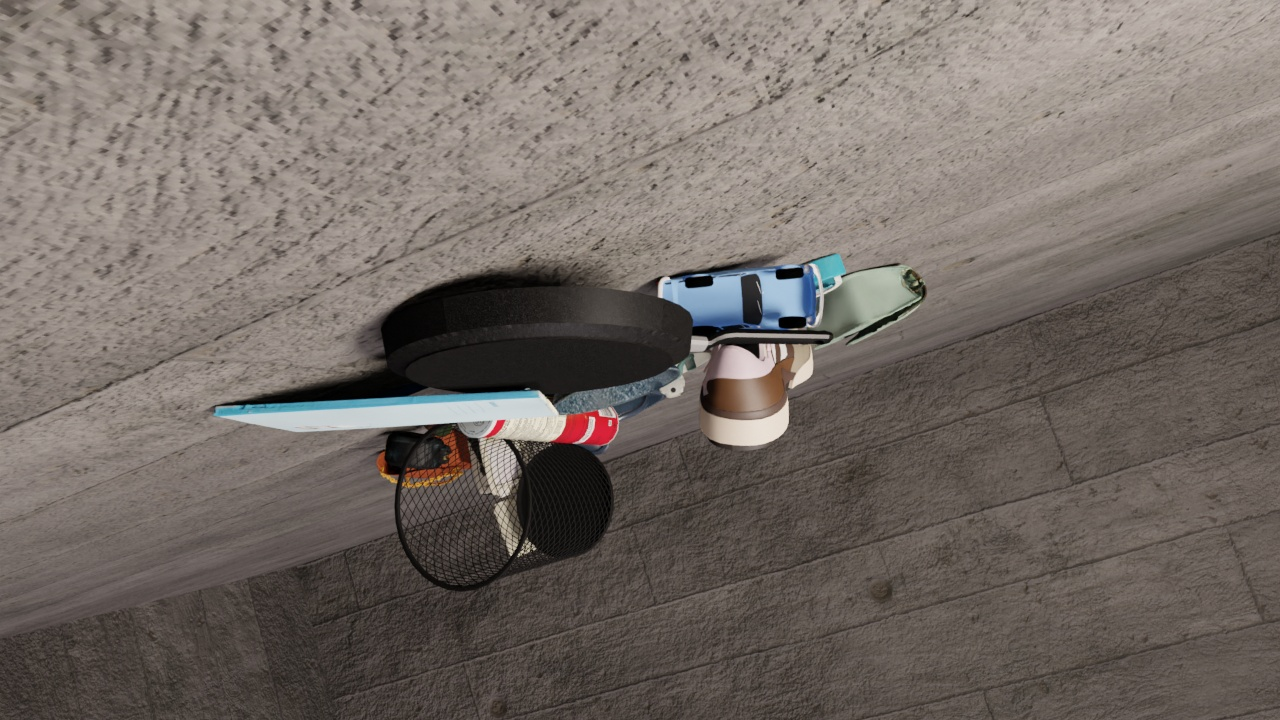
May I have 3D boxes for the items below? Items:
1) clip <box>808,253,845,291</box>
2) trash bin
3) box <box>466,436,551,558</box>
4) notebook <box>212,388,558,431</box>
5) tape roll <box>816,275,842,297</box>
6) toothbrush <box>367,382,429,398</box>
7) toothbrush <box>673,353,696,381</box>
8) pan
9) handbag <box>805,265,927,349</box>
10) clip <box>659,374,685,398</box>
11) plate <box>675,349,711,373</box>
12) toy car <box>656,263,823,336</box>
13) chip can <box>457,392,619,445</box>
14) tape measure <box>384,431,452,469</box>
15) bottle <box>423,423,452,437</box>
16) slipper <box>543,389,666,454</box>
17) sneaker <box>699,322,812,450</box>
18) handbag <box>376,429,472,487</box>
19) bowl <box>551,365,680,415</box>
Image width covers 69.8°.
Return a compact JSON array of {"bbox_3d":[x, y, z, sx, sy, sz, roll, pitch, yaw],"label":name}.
[{"bbox_3d":[0.144,-0.071,0.928,0.130,0.030,0.120,-20,176,15],"label":"clip"},{"bbox_3d":[-0.145,0.166,1.073,0.184,0.184,0.210,-22,164,24],"label":"trash bin"},{"bbox_3d":[-0.146,0.159,1.232,0.143,0.184,0.044,-18,-172,-41],"label":"box"},{"bbox_3d":[-0.204,0.046,0.793,0.253,0.009,0.181,-3,171,0],"label":"notebook"},{"bbox_3d":[0.172,-0.075,0.992,0.093,0.013,0.093,-18,172,-3],"label":"tape roll"},{"bbox_3d":[-0.202,0.023,0.832,0.168,0.014,0.014,-18,-154,22],"label":"toothbrush"},{"bbox_3d":[0.038,0.016,1.039,0.022,0.017,0.135,-16,171,-19],"label":"toothbrush"},{"bbox_3d":[-0.011,-0.009,0.694,0.356,0.034,0.226,0,167,-19],"label":"pan"},{"bbox_3d":[0.259,-0.061,1.083,0.106,0.067,0.122,-15,171,-26],"label":"handbag"},{"bbox_3d":[0.035,0.016,1.174,0.102,0.059,0.052,-19,153,2],"label":"clip"},{"bbox_3d":[-0.006,0.006,1.069,0.182,0.034,0.182,-17,172,-3],"label":"plate"},{"bbox_3d":[0.084,-0.050,0.788,0.153,0.056,0.055,-7,-172,-18],"label":"toy car"},{"bbox_3d":[-0.104,0.062,0.988,0.052,0.051,0.214,-23,161,29],"label":"chip can"},{"bbox_3d":[-0.268,0.108,1.090,0.072,0.042,0.071,12,180,-45],"label":"tape measure"},{"bbox_3d":[-0.235,0.077,1.079,0.025,0.025,0.106,-17,171,-7],"label":"bottle"},{"bbox_3d":[-0.058,0.079,1.210,0.265,0.083,0.109,-2,154,-46],"label":"slipper"},{"bbox_3d":[0.125,-0.016,1.018,0.112,0.116,0.293,4,-158,19],"label":"sneaker"},{"bbox_3d":[-0.295,0.145,1.296,0.109,0.060,0.172,-14,171,-2],"label":"handbag"},{"bbox_3d":[-0.032,0.007,0.930,0.137,0.057,0.137,-16,168,-4],"label":"bowl"}]
